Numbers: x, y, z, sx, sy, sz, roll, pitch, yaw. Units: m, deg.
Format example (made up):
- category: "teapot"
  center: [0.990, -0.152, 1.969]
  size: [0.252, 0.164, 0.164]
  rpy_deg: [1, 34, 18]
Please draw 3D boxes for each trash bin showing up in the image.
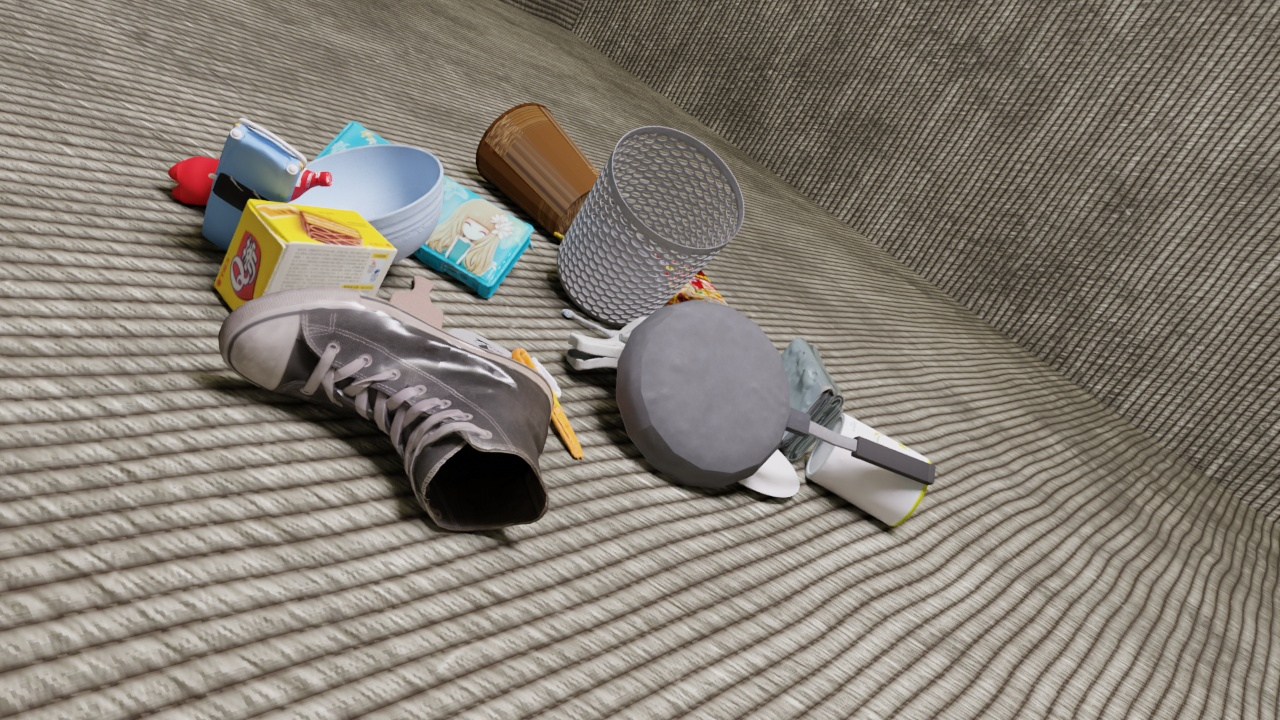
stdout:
- category: "trash bin"
  center: [0.002, -0.142, 1.032]
  size: [0.156, 0.184, 0.156]
  rpy_deg: [13, 57, -22]

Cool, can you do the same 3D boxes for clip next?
- category: "clip"
  center: [0.004, -0.014, 0.923]
  size: [0.151, 0.104, 0.126]
  rpy_deg: [26, 3, -19]

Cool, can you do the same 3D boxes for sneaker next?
- category: "sneaker"
  center: [-0.166, 0.034, 0.612]
  size: [0.234, 0.095, 0.119]
  rpy_deg: [26, 25, -23]

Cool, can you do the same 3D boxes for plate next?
- category: "plate"
  center: [0.100, 0.096, 0.928]
  size: [0.134, 0.011, 0.134]
  rpy_deg: [26, 21, -12]

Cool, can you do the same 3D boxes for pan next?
- category: "pan"
  center: [0.144, 0.056, 0.872]
  size: [0.357, 0.041, 0.178]
  rpy_deg: [21, 67, -20]

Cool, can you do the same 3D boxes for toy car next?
- category: "toy car"
  center: [-0.311, -0.131, 0.728]
  size: [0.056, 0.154, 0.054]
  rpy_deg: [33, 57, -18]

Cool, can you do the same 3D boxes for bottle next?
- category: "bottle"
  center: [-0.335, -0.156, 0.794]
  size: [0.141, 0.042, 0.041]
  rpy_deg: [1, 20, 8]

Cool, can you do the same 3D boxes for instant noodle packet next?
- category: "instant noodle packet"
  center: [0.062, -0.102, 1.285]
  size: [0.098, 0.040, 0.135]
  rpy_deg: [11, 29, -27]

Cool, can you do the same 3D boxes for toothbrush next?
- category: "toothbrush"
  center: [-0.004, -0.016, 1.019]
  size: [0.185, 0.022, 0.024]
  rpy_deg: [27, 10, 3]

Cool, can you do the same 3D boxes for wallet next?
- category: "wallet"
  center: [0.177, 0.043, 1.027]
  size: [0.054, 0.101, 0.131]
  rpy_deg: [29, 22, -14]

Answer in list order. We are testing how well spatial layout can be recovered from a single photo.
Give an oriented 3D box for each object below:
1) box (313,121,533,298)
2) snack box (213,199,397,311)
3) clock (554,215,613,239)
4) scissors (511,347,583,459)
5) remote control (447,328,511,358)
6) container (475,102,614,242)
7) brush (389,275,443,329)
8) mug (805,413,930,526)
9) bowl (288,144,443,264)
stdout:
- category: "box"
  center: [-0.223, -0.173, 0.991]
  size: [0.227, 0.084, 0.171]
  rpy_deg: [31, 28, 0]
- category: "snack box"
  center: [-0.262, -0.072, 0.720]
  size: [0.061, 0.084, 0.105]
  rpy_deg: [42, 23, 23]
- category: "clock"
  center: [-0.033, -0.126, 1.182]
  size: [0.161, 0.060, 0.116]
  rpy_deg: [45, 24, 29]
- category: "scissors"
  center: [-0.076, 0.041, 0.807]
  size: [0.128, 0.013, 0.065]
  rpy_deg: [58, 11, 31]
- category: "remote control"
  center: [-0.144, 0.015, 0.772]
  size: [0.074, 0.019, 0.150]
  rpy_deg: [28, 21, -8]
- category: "container"
  center: [-0.123, -0.247, 1.250]
  size: [0.167, 0.132, 0.132]
  rpy_deg: [47, 26, 23]
- category: "brush"
  center: [-0.207, -0.051, 0.849]
  size: [0.050, 0.015, 0.135]
  rpy_deg: [25, 16, -18]
- category: "mug"
  center: [0.242, 0.115, 0.977]
  size: [0.106, 0.083, 0.082]
  rpy_deg: [30, 21, -2]
- category: "bowl"
  center: [-0.251, -0.134, 0.851]
  size: [0.150, 0.075, 0.150]
  rpy_deg: [-3, 39, 2]
